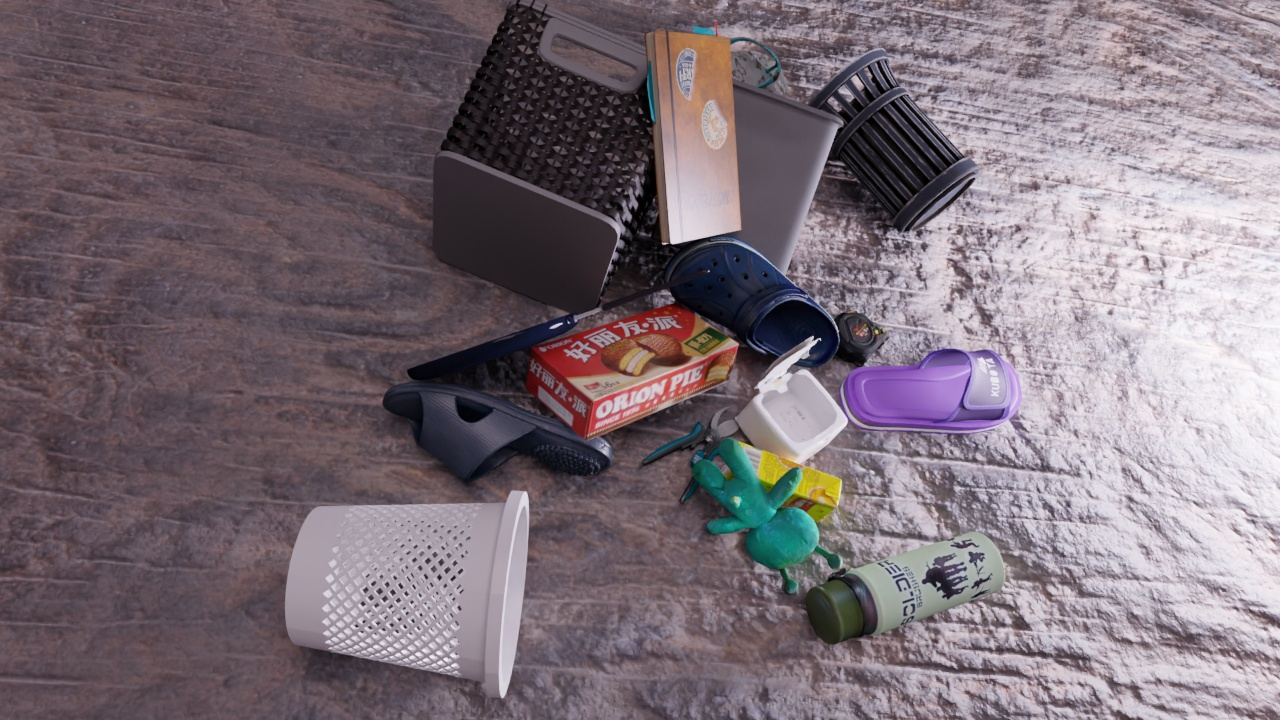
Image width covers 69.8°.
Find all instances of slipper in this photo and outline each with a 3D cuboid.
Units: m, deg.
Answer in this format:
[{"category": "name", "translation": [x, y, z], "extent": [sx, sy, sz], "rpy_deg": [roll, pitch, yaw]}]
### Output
[{"category": "slipper", "translation": [0.151, -0.427, 1.354], "extent": [0.268, 0.055, 0.098], "rpy_deg": [-11, 81, -46]}, {"category": "slipper", "translation": [-0.161, 0.095, 1.015], "extent": [0.263, 0.101, 0.082], "rpy_deg": [17, 58, -9]}, {"category": "slipper", "translation": [0.400, 0.033, 1.200], "extent": [0.266, 0.084, 0.107], "rpy_deg": [-2, 62, -16]}, {"category": "slipper", "translation": [0.151, -0.068, 1.148], "extent": [0.252, 0.105, 0.095], "rpy_deg": [28, 18, -18]}]

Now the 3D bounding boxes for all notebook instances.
[{"category": "notebook", "translation": [0.061, -0.269, 1.075], "extent": [0.178, 0.014, 0.249], "rpy_deg": [-20, 110, -51]}]

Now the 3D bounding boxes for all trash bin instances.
[{"category": "trash bin", "translation": [-0.221, 0.217, 0.893], "extent": [0.199, 0.196, 0.195], "rpy_deg": [5, 60, -1]}, {"category": "trash bin", "translation": [0.367, -0.311, 1.341], "extent": [0.164, 0.165, 0.227], "rpy_deg": [-32, 77, -27]}, {"category": "trash bin", "translation": [0.135, -0.238, 1.212], "extent": [0.192, 0.097, 0.220], "rpy_deg": [19, 95, -4]}]

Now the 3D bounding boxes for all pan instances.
[{"category": "pan", "translation": [-0.090, -0.037, 1.003], "extent": [0.357, 0.198, 0.021], "rpy_deg": [-18, 94, 17]}]

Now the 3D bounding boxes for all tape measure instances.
[{"category": "tape measure", "translation": [0.287, -0.031, 1.232], "extent": [0.072, 0.042, 0.071], "rpy_deg": [43, 61, 6]}]

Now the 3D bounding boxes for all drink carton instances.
[{"category": "drink carton", "translation": [0.166, 0.145, 1.093], "extent": [0.134, 0.059, 0.042], "rpy_deg": [21, 58, -4]}]

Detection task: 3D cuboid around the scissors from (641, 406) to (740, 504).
[{"category": "scissors", "translation": [0.063, 0.110, 1.110], "extent": [0.124, 0.019, 0.156], "rpy_deg": [13, 58, -10]}]

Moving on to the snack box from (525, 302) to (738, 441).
[{"category": "snack box", "translation": [-0.006, 0.006, 1.072], "extent": [0.235, 0.060, 0.113], "rpy_deg": [-20, 44, -39]}]

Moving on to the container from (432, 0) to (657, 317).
[{"category": "container", "translation": [-0.103, -0.236, 1.130], "extent": [0.247, 0.246, 0.243], "rpy_deg": [22, 62, -2]}]

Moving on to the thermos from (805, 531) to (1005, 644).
[{"category": "thermos", "translation": [0.300, 0.260, 1.055], "extent": [0.231, 0.082, 0.082], "rpy_deg": [-12, 65, -20]}]

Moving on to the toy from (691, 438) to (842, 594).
[{"category": "toy", "translation": [0.138, 0.178, 1.040], "extent": [0.193, 0.131, 0.072], "rpy_deg": [49, 19, -6]}]

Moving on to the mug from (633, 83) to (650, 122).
[{"category": "mug", "translation": [0.039, -0.399, 1.359], "extent": [0.089, 0.074, 0.105], "rpy_deg": [-29, 47, -26]}]

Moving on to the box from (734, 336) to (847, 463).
[{"category": "box", "translation": [0.192, 0.041, 1.109], "extent": [0.108, 0.137, 0.128], "rpy_deg": [-26, 71, -34]}]

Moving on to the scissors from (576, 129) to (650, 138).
[{"category": "scissors", "translation": [-0.018, -0.325, 1.304], "extent": [0.162, 0.012, 0.158], "rpy_deg": [0, 14, 16]}]
